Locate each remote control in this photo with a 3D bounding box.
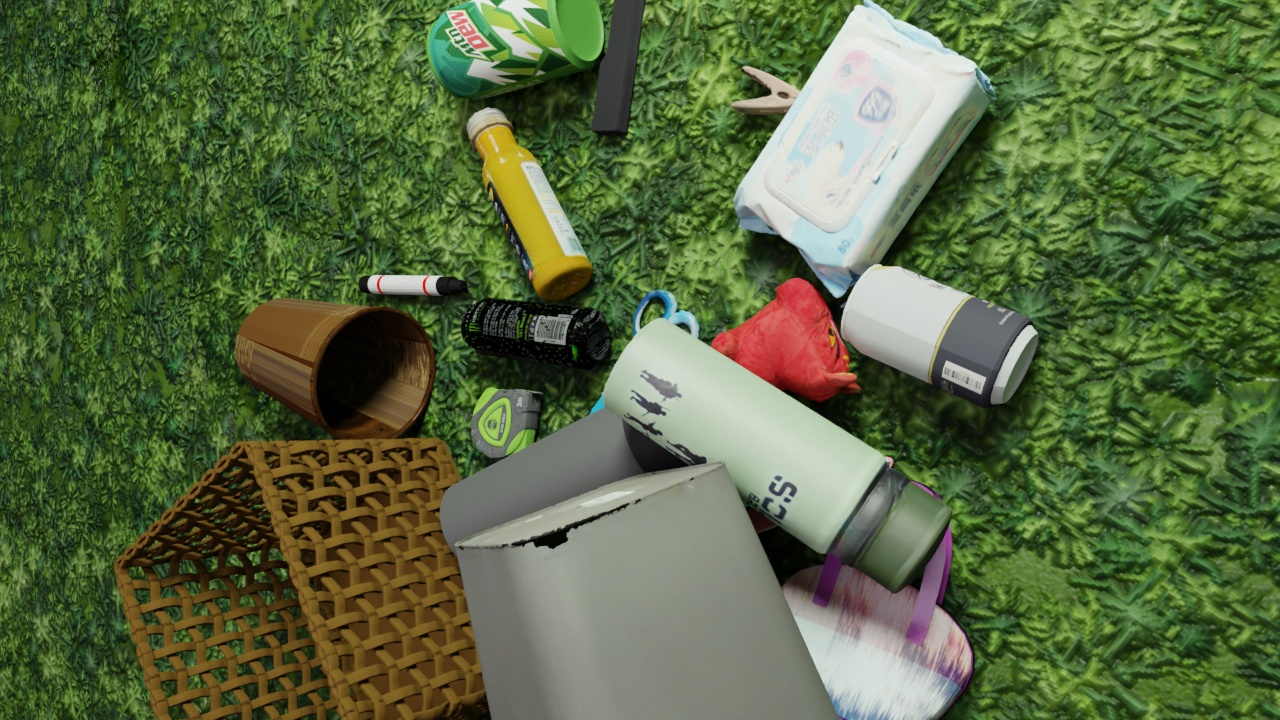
[{"bbox_3d":[-0.019,-0.264,0.792,0.032,0.015,0.136,9,92,32],"label":"remote control"}]

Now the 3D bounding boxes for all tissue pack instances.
[{"bbox_3d":[0.151,-0.146,0.647,0.112,0.069,0.182,42,109,26],"label":"tissue pack"}]

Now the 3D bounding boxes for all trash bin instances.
[{"bbox_3d":[-0.001,0.194,0.572,0.198,0.197,0.220,-22,85,61],"label":"trash bin"}]

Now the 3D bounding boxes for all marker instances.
[{"bbox_3d":[-0.221,-0.074,0.905,0.146,0.019,0.019,4,89,32],"label":"marker"}]

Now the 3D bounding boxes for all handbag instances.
[{"bbox_3d":[0.162,0.163,0.631,0.145,0.068,0.170,16,89,32],"label":"handbag"}]

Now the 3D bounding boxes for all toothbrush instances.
[{"bbox_3d":[0.125,0.101,0.679,0.135,0.016,0.021,-30,72,27],"label":"toothbrush"}]

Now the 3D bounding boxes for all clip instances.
[{"bbox_3d":[0.097,-0.201,0.711,0.060,0.024,0.039,36,105,25],"label":"clip"}]

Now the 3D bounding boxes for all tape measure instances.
[{"bbox_3d":[-0.120,0.056,0.825,0.059,0.035,0.065,9,88,23],"label":"tape measure"}]

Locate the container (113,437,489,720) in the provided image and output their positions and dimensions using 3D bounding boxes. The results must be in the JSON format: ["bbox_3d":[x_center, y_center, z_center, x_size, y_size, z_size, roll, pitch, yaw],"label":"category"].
[{"bbox_3d":[-0.269,0.226,0.800,0.220,0.213,0.251,-38,69,24],"label":"container"}]

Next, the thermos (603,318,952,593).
[{"bbox_3d":[0.090,0.061,0.606,0.231,0.082,0.082,32,104,18],"label":"thermos"}]

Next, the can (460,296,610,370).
[{"bbox_3d":[-0.092,-0.025,0.800,0.138,0.053,0.054,8,91,32],"label":"can"}]

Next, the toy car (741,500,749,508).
[{"bbox_3d":[0.094,0.080,0.683,0.033,0.047,0.106,46,116,-9],"label":"toy car"}]

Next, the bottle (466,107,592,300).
[{"bbox_3d":[-0.104,-0.142,0.815,0.053,0.053,0.186,-37,69,25],"label":"bottle"}]

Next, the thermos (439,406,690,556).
[{"bbox_3d":[-0.051,0.095,0.751,0.241,0.082,0.082,-28,73,28],"label":"thermos"}]

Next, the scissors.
[{"bbox_3d":[-0.005,0.004,0.771,0.066,0.015,0.135,47,113,25],"label":"scissors"}]

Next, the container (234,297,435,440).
[{"bbox_3d":[-0.306,0.000,0.896,0.167,0.132,0.132,14,94,38],"label":"container"}]

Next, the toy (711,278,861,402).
[{"bbox_3d":[0.094,0.012,0.670,0.133,0.088,0.094,-38,79,26],"label":"toy"}]

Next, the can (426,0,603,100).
[{"bbox_3d":[-0.112,-0.284,0.812,0.144,0.083,0.083,-4,85,32],"label":"can"}]

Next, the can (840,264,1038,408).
[{"bbox_3d":[0.193,-0.020,0.616,0.127,0.064,0.064,28,101,30],"label":"can"}]
